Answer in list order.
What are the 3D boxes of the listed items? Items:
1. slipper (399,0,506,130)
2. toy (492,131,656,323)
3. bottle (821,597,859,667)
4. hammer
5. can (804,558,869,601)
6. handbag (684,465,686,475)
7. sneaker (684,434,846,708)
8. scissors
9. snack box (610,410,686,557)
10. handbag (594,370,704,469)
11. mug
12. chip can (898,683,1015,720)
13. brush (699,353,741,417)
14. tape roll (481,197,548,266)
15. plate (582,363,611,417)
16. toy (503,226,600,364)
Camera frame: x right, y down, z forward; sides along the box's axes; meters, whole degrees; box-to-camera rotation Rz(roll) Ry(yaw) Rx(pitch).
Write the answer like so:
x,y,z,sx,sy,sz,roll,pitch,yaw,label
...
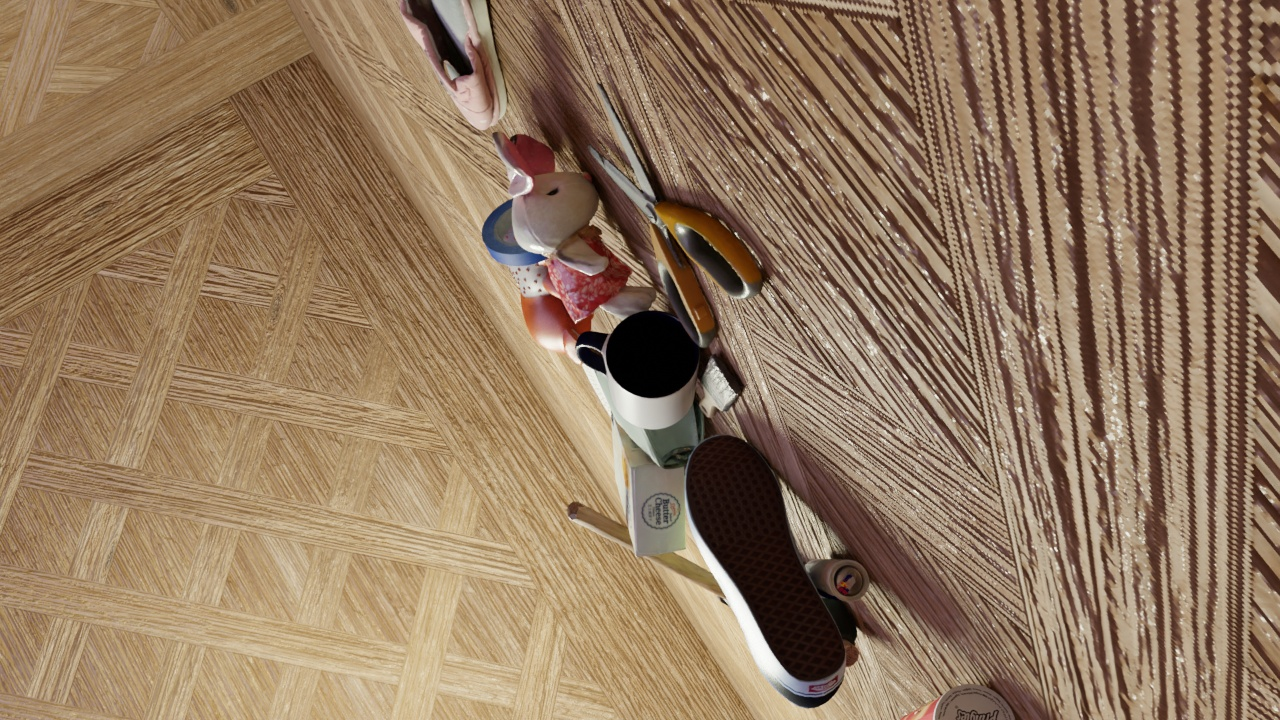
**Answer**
x,y,z,sx,sy,sz,roll,pitch,yaw,label
-0.171,-0.288,0.825,0.114,0.054,0.275,56,170,8,slipper
-0.062,-0.113,0.783,0.194,0.084,0.159,55,-170,-7,toy
0.161,0.246,0.862,0.061,0.061,0.131,58,170,-20,bottle
0.046,0.241,1.080,0.328,0.052,0.098,33,-178,-26,hammer
0.158,0.180,0.755,0.032,0.032,0.095,56,170,8,can
0.041,0.118,1.165,0.055,0.029,0.119,60,175,-4,handbag
0.096,0.179,0.774,0.098,0.083,0.241,85,166,-50,sneaker
0.023,-0.082,0.640,0.225,0.016,0.230,49,167,41,scissors
0.006,0.126,1.037,0.207,0.057,0.104,-115,21,-73,snack box
0.010,0.042,0.940,0.122,0.067,0.106,37,149,62,handbag
-0.005,0.005,0.807,0.112,0.078,0.097,20,162,8,mug
0.227,0.282,0.689,0.052,0.051,0.215,53,169,24,chip can
0.065,0.027,0.791,0.039,0.012,0.151,55,170,10,brush
-0.112,-0.132,0.917,0.093,0.091,0.016,55,171,42,tape roll
-0.019,0.083,1.356,0.242,0.016,0.243,55,170,14,plate
-0.096,-0.087,1.024,0.164,0.092,0.172,36,144,58,toy
